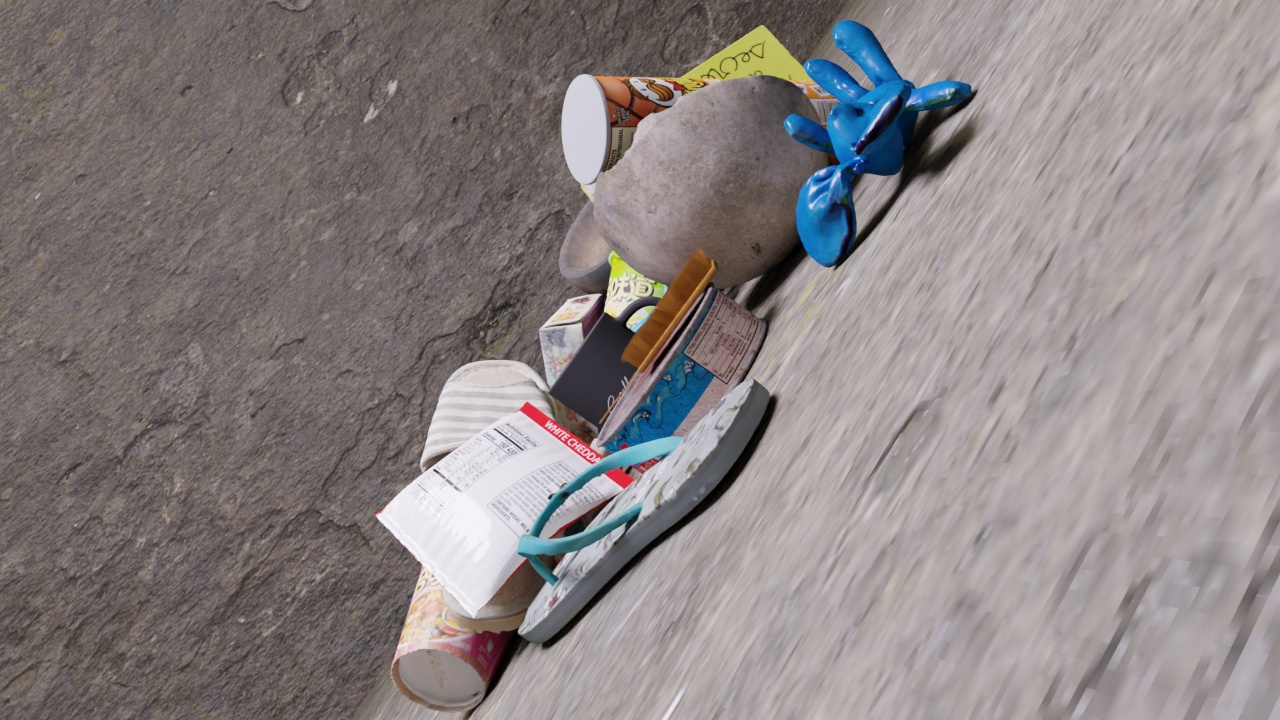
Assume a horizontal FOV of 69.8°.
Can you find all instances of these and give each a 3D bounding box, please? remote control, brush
[{"bbox_3d":[-0.041,0.106,0.693,0.018,0.038,0.125,-4,30,23],"label":"remote control"},{"bbox_3d":[0.007,-0.016,0.599,0.126,0.017,0.048,-54,4,12],"label":"brush"}]

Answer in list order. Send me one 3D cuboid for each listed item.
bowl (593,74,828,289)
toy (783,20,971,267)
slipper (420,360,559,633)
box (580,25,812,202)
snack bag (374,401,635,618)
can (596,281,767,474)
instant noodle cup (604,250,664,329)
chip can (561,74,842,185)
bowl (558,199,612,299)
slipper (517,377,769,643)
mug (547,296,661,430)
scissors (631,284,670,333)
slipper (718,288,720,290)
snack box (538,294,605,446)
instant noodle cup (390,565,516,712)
[{"bbox_3d":[0.064,-0.105,0.650,0.178,0.081,0.179,-19,-30,-12],"label":"bowl"},{"bbox_3d":[0.121,-0.127,0.510,0.113,0.071,0.175,-55,14,37],"label":"toy"},{"bbox_3d":[-0.114,0.088,0.724,0.272,0.114,0.054,-103,14,-47],"label":"slipper"},{"bbox_3d":[0.062,-0.195,0.847,0.221,0.124,0.083,-34,-13,-7],"label":"box"},{"bbox_3d":[-0.098,0.096,0.651,0.143,0.131,0.039,-37,-43,-24],"label":"snack bag"},{"bbox_3d":[0.026,0.014,0.597,0.130,0.044,0.130,-55,4,5],"label":"can"},{"bbox_3d":[0.006,-0.032,0.818,0.099,0.099,0.107,139,146,-74],"label":"instant noodle cup"},{"bbox_3d":[0.054,-0.174,0.690,0.214,0.075,0.075,-8,-22,-27],"label":"chip can"},{"bbox_3d":[-0.007,-0.131,0.960,0.163,0.070,0.162,-37,32,28],"label":"bowl"},{"bbox_3d":[-0.017,0.080,0.522,0.270,0.055,0.098,-49,3,45],"label":"slipper"},{"bbox_3d":[-0.004,0.004,0.717,0.113,0.088,0.078,-55,4,6],"label":"mug"},{"bbox_3d":[0.020,-0.057,0.749,0.140,0.134,0.011,-58,37,8],"label":"scissors"},{"bbox_3d":[0.059,-0.115,1.023,0.101,0.082,0.264,-54,3,-20],"label":"slipper"},{"bbox_3d":[-0.052,0.021,0.878,0.143,0.040,0.148,-68,-30,-75],"label":"snack box"},{"bbox_3d":[-0.136,0.201,0.697,0.098,0.097,0.108,-52,13,32],"label":"instant noodle cup"}]
